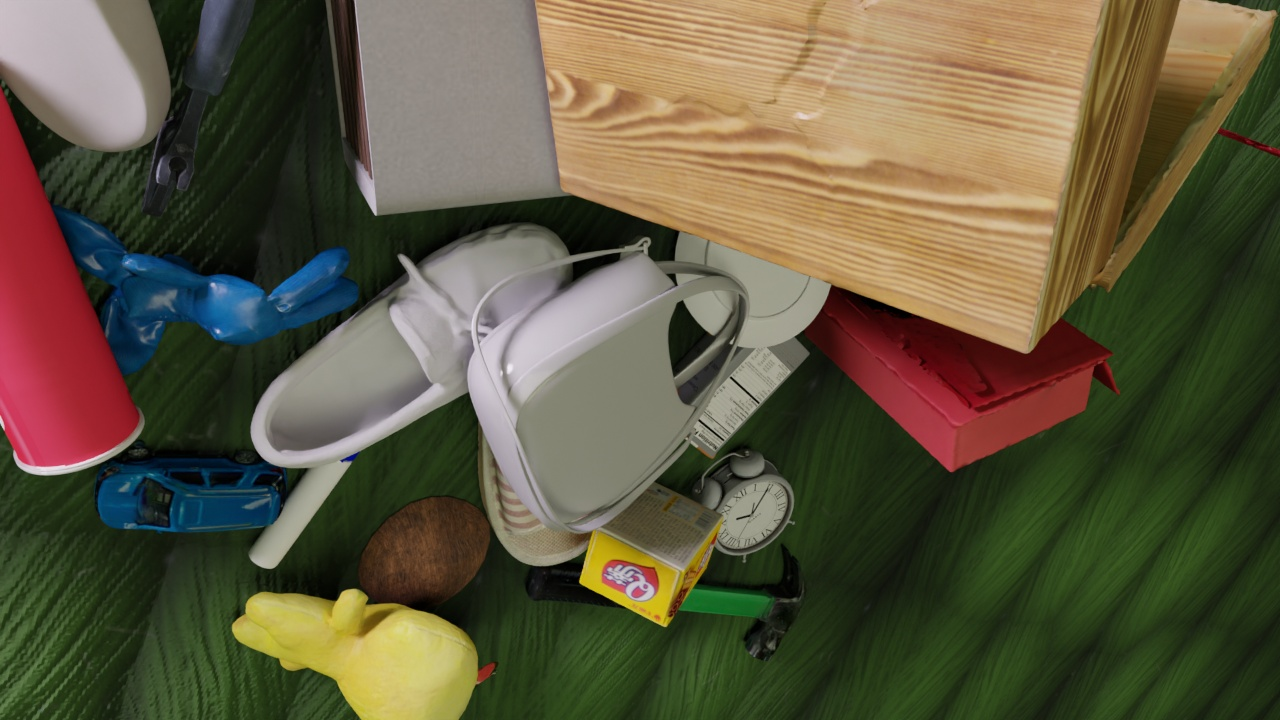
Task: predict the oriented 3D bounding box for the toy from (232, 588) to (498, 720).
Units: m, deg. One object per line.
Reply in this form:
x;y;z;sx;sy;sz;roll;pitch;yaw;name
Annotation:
-0.213;0.234;0.722;0.207;0.092;0.134;32;135;-15;toy

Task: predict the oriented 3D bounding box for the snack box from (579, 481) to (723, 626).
0.011;0.159;0.775;0.105;0.084;0.061;-35;145;-62;snack box

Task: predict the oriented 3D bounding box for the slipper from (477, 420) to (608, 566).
-0.071;0.064;0.726;0.115;0.052;0.263;-14;123;-19;slipper

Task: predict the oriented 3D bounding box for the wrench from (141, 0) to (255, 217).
-0.209;-0.169;0.460;0.022;0.073;0.274;15;132;-33;wrench

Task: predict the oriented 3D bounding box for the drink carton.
0.073;0.014;0.772;0.125;0.048;0.076;-47;128;4;drink carton

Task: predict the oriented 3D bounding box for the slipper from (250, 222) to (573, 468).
-0.154;-0.011;0.618;0.246;0.074;0.112;-34;116;-6;slipper

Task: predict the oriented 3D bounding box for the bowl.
-0.172;0.165;0.748;0.102;0.026;0.114;31;100;-37;bowl

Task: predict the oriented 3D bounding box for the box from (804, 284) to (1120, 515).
0.255;0.011;0.768;0.164;0.213;0.153;-20;131;-15;box

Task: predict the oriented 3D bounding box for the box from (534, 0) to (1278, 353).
0.154;-0.189;0.488;0.333;0.279;0.287;-36;137;-37;box

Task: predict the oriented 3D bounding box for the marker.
-0.241;0.096;0.672;0.023;0.027;0.133;36;98;-11;marker

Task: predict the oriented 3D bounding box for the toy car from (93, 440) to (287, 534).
-0.303;0.090;0.626;0.120;0.043;0.056;5;115;-29;toy car

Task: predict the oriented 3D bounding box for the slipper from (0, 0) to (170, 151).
-0.293;-0.233;0.426;0.113;0.080;0.266;-2;126;26;slipper

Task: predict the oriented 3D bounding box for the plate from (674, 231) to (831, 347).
0.092;-0.077;0.717;0.134;0.011;0.134;-1;94;-16;plate

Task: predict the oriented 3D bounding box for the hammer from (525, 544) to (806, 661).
0.035;0.227;0.890;0.318;0.032;0.130;15;111;-33;hammer

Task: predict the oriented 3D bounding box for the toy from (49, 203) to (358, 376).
-0.264;-0.037;0.554;0.176;0.071;0.113;2;139;-10;toy

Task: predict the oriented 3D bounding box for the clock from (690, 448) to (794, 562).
0.094;0.132;0.861;0.094;0.035;0.123;-37;129;-4;clock

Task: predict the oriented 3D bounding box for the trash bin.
-0.108;-0.211;0.506;0.114;0.114;0.229;-10;122;-22;trash bin

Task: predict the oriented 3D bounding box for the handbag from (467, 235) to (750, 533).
-0.004;0.004;0.642;0.222;0.095;0.216;-34;137;-20;handbag

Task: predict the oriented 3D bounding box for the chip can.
-0.337;-0.047;0.485;0.069;0.069;0.221;-16;125;-19;chip can

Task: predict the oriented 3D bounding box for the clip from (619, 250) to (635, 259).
-0.013;-0.034;0.716;0.057;0.052;0.102;-41;134;-38;clip
